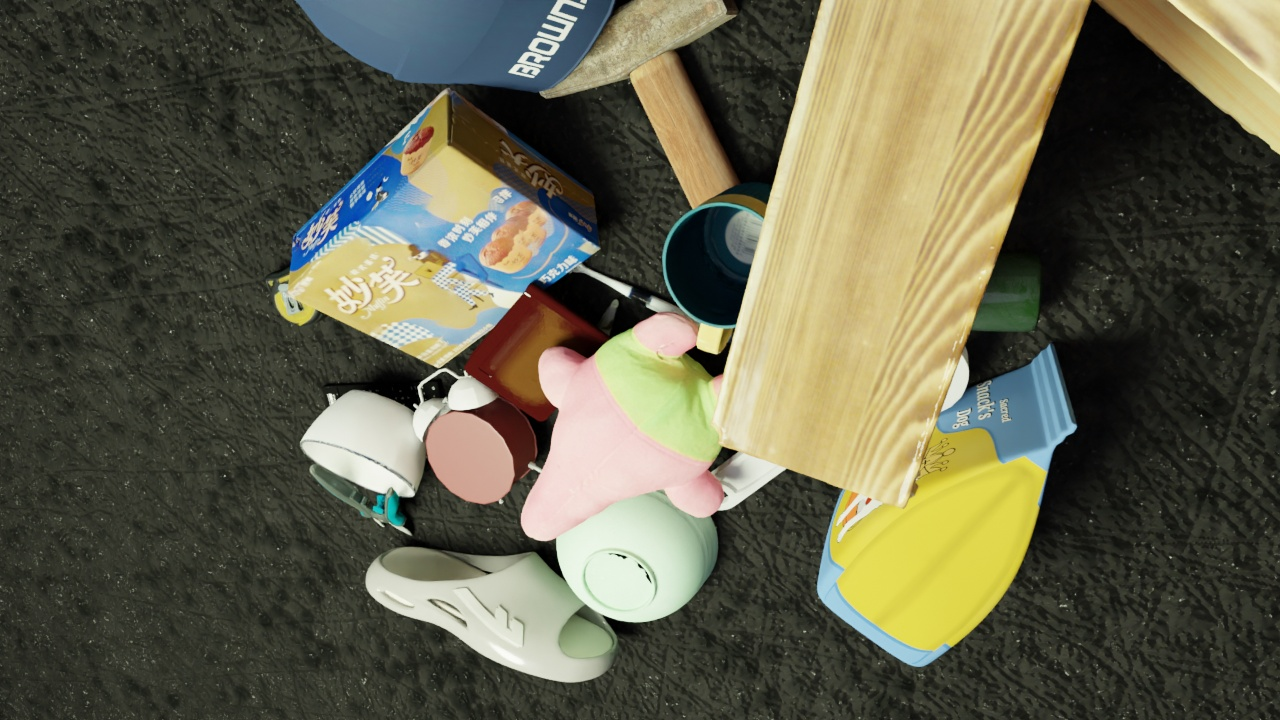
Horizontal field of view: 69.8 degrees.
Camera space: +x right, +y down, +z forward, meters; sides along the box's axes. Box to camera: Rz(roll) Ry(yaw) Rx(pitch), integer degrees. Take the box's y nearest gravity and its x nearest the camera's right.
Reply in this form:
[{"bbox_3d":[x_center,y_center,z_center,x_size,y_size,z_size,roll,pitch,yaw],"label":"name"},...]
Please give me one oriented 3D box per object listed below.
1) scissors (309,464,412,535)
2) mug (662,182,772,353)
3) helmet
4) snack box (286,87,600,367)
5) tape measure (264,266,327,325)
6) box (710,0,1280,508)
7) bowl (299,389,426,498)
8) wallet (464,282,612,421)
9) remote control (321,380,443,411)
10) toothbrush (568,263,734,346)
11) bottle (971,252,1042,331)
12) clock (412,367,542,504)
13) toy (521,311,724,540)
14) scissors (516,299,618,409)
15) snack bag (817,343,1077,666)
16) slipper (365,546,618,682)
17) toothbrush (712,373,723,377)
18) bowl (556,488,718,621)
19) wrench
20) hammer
[{"bbox_3d":[-0.268,0.137,0.898,0.124,0.019,0.154,29,151,-14],"label":"scissors"},{"bbox_3d":[0.065,-0.063,0.642,0.083,0.107,0.114,18,114,10],"label":"mug"},{"bbox_3d":[-0.160,-0.321,0.639,0.272,0.222,0.233,54,125,40],"label":"helmet"},{"bbox_3d":[-0.159,-0.095,0.738,0.203,0.069,0.155,-33,136,28],"label":"snack box"},{"bbox_3d":[-0.327,-0.064,0.884,0.062,0.034,0.061,-18,104,27],"label":"tape measure"},{"bbox_3d":[0.245,-0.087,0.440,0.324,0.278,0.284,18,115,17],"label":"box"},{"bbox_3d":[-0.254,0.076,0.869,0.116,0.065,0.116,17,154,8],"label":"bowl"},{"bbox_3d":[-0.085,-0.004,0.776,0.091,0.018,0.116,35,128,-14],"label":"wallet"},{"bbox_3d":[-0.255,0.037,0.906,0.140,0.009,0.030,-3,108,23],"label":"remote control"},{"bbox_3d":[0.009,-0.047,0.764,0.187,0.017,0.012,26,120,11],"label":"toothbrush"},{"bbox_3d":[0.192,-0.049,0.660,0.174,0.055,0.055,1,110,16],"label":"bottle"},{"bbox_3d":[-0.150,0.070,0.834,0.096,0.048,0.137,-30,97,32],"label":"clock"},{"bbox_3d":[-0.014,0.064,0.737,0.192,0.096,0.237,44,111,-2],"label":"toy"},{"bbox_3d":[-0.076,0.034,0.830,0.216,0.016,0.226,24,116,12],"label":"scissors"},{"bbox_3d":[0.226,0.089,0.648,0.102,0.158,0.206,36,117,4],"label":"snack bag"},{"bbox_3d":[-0.143,0.219,0.886,0.266,0.112,0.081,17,104,21],"label":"slipper"},{"bbox_3d":[-0.005,0.005,0.777,0.190,0.017,0.016,12,117,13],"label":"toothbrush"},{"bbox_3d":[-0.011,0.174,0.815,0.151,0.076,0.151,6,116,12],"label":"bowl"},{"bbox_3d":[0.142,0.057,0.726,0.086,0.018,0.274,34,131,-12],"label":"wrench"},{"bbox_3d":[0.050,-0.126,0.706,0.158,0.037,0.301,-23,100,27],"label":"hammer"}]
